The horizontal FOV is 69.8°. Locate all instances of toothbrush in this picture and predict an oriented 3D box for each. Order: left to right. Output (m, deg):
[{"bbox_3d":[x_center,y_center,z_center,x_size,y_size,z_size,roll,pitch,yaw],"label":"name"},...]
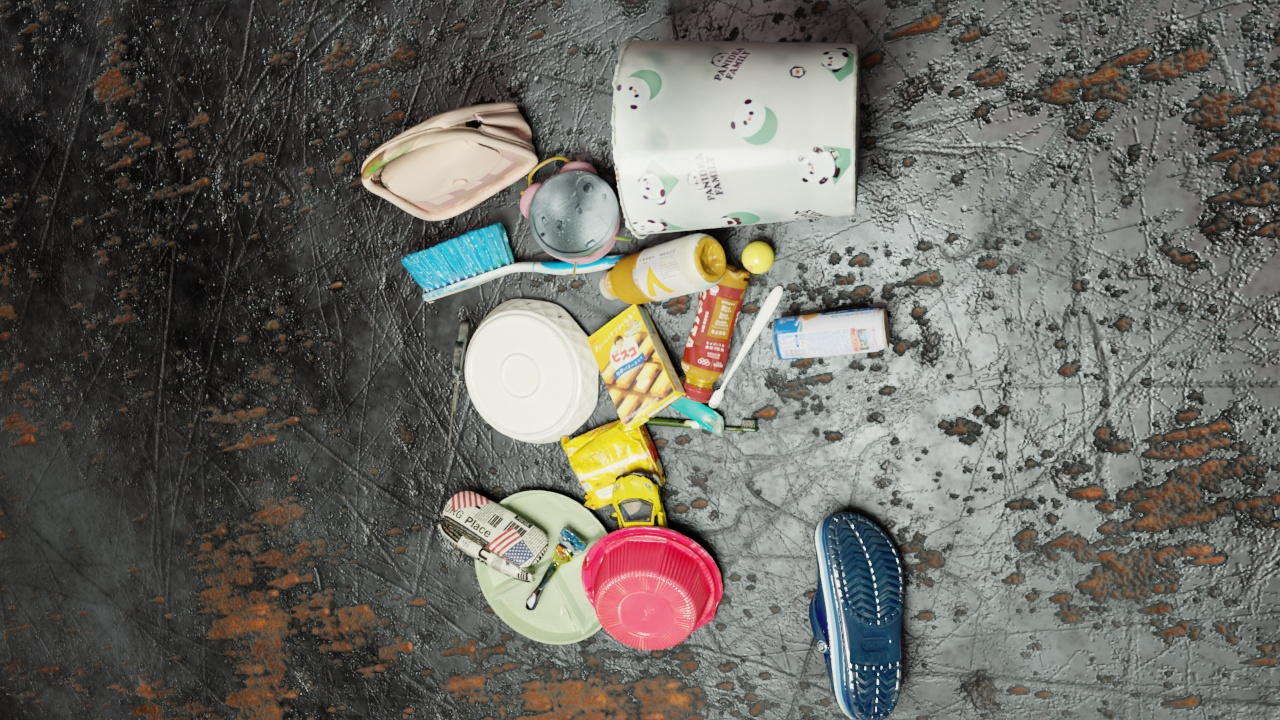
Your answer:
[{"bbox_3d":[0.064,0.081,1.215,0.186,0.012,0.017,3,94,20],"label":"toothbrush"},{"bbox_3d":[0.135,-0.016,1.172,0.016,0.016,0.180,30,105,7],"label":"toothbrush"}]

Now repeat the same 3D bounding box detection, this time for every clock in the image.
[{"bbox_3d":[-0.091,-0.196,1.187,0.117,0.060,0.158,-32,78,2],"label":"clock"}]

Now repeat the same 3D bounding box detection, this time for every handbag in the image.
[{"bbox_3d":[-0.258,-0.256,1.161,0.194,0.233,0.093,-24,88,22],"label":"handbag"}]

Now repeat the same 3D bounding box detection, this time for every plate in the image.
[{"bbox_3d":[-0.157,0.018,1.267,0.205,0.045,0.205,4,101,22],"label":"plate"},{"bbox_3d":[-0.132,0.294,1.314,0.230,0.027,0.230,3,99,20],"label":"plate"}]

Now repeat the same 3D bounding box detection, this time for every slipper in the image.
[{"bbox_3d":[0.264,0.314,1.138,0.095,0.105,0.252,-20,74,63],"label":"slipper"}]

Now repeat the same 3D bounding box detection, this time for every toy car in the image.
[{"bbox_3d":[0.001,0.215,1.222,0.071,0.041,0.156,-2,120,14],"label":"toy car"}]

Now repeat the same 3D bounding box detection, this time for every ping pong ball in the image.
[{"bbox_3d":[0.145,-0.128,1.135,0.040,0.040,0.040,3,100,20],"label":"ping pong ball"}]

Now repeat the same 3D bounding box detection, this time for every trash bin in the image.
[{"bbox_3d":[0.118,-0.254,1.038,0.252,0.229,0.229,2,99,14],"label":"trash bin"}]

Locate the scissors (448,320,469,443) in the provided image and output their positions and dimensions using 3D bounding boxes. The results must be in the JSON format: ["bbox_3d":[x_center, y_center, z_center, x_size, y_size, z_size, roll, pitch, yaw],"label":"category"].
[{"bbox_3d":[-0.256,0.026,1.285,0.014,0.160,0.180,6,75,-8],"label":"scissors"}]

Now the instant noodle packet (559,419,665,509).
[{"bbox_3d":[-0.038,0.137,1.243,0.129,0.044,0.111,-21,96,24],"label":"instant noodle packet"}]

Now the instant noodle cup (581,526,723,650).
[{"bbox_3d":[0.011,0.313,1.210,0.194,0.065,0.194,3,118,6],"label":"instant noodle cup"}]

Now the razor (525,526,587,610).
[{"bbox_3d":[-0.127,0.299,1.287,0.042,0.022,0.143,37,110,14],"label":"razor"}]

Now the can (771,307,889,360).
[{"bbox_3d":[0.230,-0.032,1.112,0.135,0.053,0.053,-6,96,21],"label":"can"}]

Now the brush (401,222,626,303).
[{"bbox_3d":[-0.174,-0.139,1.251,0.315,0.060,0.109,-16,98,20],"label":"brush"}]

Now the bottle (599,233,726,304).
[{"bbox_3d":[0.021,-0.109,1.144,0.190,0.067,0.068,-9,96,48],"label":"bottle"}]

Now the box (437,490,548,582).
[{"bbox_3d":[-0.206,0.246,1.297,0.162,0.076,0.087,28,79,18],"label":"box"}]

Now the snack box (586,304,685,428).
[{"bbox_3d":[-0.007,0.007,1.194,0.087,0.033,0.140,-35,61,23],"label":"snack box"}]

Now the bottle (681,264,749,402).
[{"bbox_3d":[0.090,-0.034,1.162,0.057,0.057,0.175,18,104,17],"label":"bottle"}]

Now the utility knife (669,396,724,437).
[{"bbox_3d":[0.019,0.037,1.219,0.222,0.013,0.029,30,104,19],"label":"utility knife"}]
